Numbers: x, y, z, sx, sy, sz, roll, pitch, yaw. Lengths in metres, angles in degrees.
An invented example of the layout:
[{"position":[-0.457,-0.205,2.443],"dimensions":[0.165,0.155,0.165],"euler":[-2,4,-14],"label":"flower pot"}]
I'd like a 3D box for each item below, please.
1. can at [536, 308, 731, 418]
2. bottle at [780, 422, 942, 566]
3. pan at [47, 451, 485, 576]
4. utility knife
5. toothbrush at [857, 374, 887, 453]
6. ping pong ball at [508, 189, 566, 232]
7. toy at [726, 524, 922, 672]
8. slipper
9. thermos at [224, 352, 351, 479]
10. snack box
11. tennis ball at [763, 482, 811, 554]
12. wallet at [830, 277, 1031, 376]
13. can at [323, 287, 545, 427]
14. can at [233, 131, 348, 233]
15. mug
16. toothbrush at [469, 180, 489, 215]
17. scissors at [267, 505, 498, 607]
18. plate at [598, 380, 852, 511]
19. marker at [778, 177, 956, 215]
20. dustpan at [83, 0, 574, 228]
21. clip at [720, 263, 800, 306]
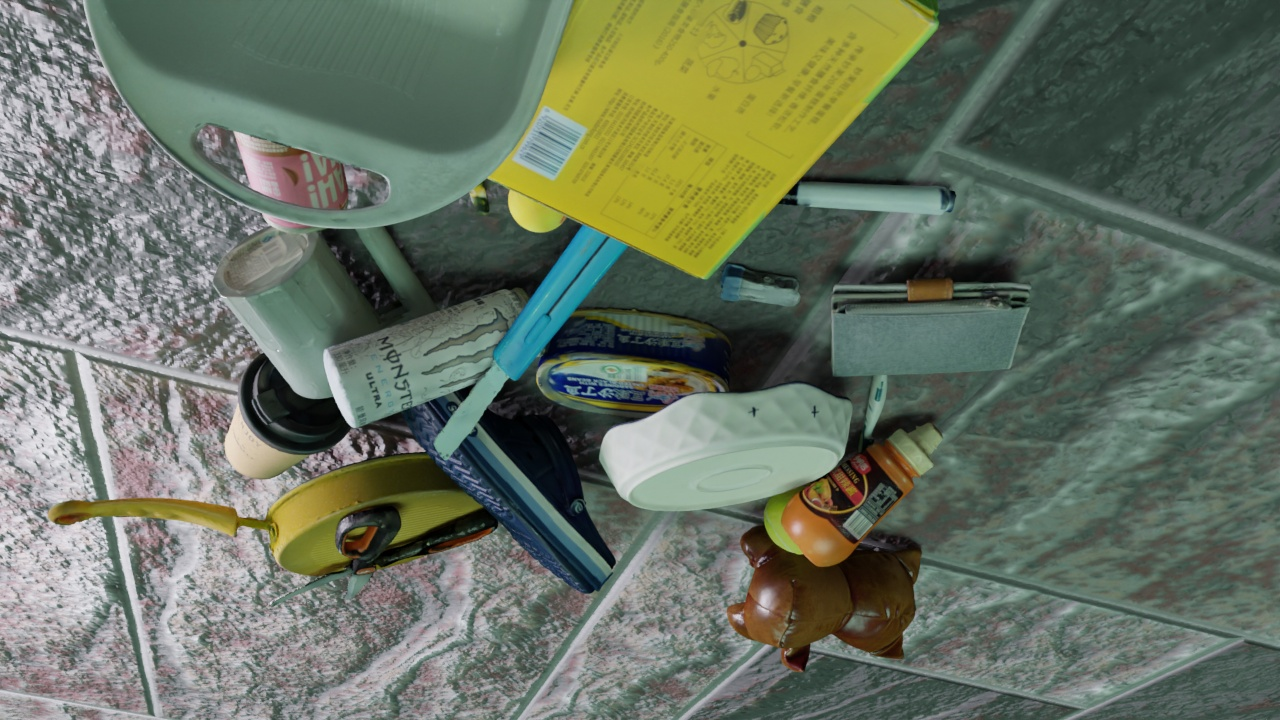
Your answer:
[{"position":[-0.004,0.004,0.702],"dimensions":[0.148,0.049,0.075],"euler":[6,140,-1],"label":"can"},{"position":[0.188,0.105,0.762],"dimensions":[0.149,0.066,0.067],"euler":[-42,126,7],"label":"bottle"},{"position":[-0.310,0.135,0.807],"dimensions":[0.356,0.078,0.198],"euler":[-6,152,-27],"label":"pan"},{"position":[-0.076,-0.017,0.630],"dimensions":[0.034,0.018,0.223],"euler":[32,104,-29],"label":"utility knife"},{"position":[0.196,0.065,0.778],"dimensions":[0.018,0.016,0.192],"euler":[-7,140,-1],"label":"toothbrush"},{"position":[-0.065,-0.103,0.589],"dimensions":[0.040,0.040,0.040],"euler":[3,140,3],"label":"ping pong ball"},{"position":[0.185,0.230,0.898],"dimensions":[0.199,0.130,0.140],"euler":[6,103,-17],"label":"toy"},{"position":[-0.095,0.093,0.770],"dimensions":[0.253,0.095,0.105],"euler":[52,155,-21],"label":"slipper"},{"position":[-0.299,0.049,0.765],"dimensions":[0.093,0.092,0.144],"euler":[28,142,-24],"label":"thermos"},{"position":[0.028,-0.155,0.494],"dimensions":[0.157,0.069,0.211],"euler":[23,137,-19],"label":"snack box"},{"position":[0.145,0.143,0.836],"dimensions":[0.065,0.065,0.066],"euler":[3,140,3],"label":"tennis ball"},{"position":[0.202,-0.026,0.654],"dimensions":[0.130,0.036,0.107],"euler":[-2,149,11],"label":"wallet"},{"position":[-0.144,-0.004,0.648],"dimensions":[0.146,0.058,0.058],"euler":[-21,146,-23],"label":"can"},{"position":[-0.212,-0.147,0.541],"dimensions":[0.058,0.057,0.148],"euler":[6,140,-1],"label":"can"},{"position":[-0.222,-0.045,0.657],"dimensions":[0.124,0.083,0.103],"euler":[-25,135,-2],"label":"mug"},{"position":[-0.107,-0.161,0.549],"dimensions":[0.017,0.012,0.186],"euler":[-6,140,-3],"label":"toothbrush"},{"position":[-0.234,0.180,0.833],"dimensions":[0.232,0.021,0.221],"euler":[-14,155,-14],"label":"scissors"},{"position":[0.070,0.075,0.727],"dimensions":[0.205,0.045,0.205],"euler":[-8,157,-3],"label":"plate"},{"position":[0.132,-0.106,0.581],"dimensions":[0.131,0.018,0.023],"euler":[3,130,3],"label":"marker"},{"position":[-0.125,-0.197,0.394],"dimensions":[0.222,0.142,0.258],"euler":[15,135,-11],"label":"dustpan"},{"position":[0.085,-0.051,0.650],"dimensions":[0.058,0.036,0.026],"euler":[9,137,-4],"label":"clip"}]
